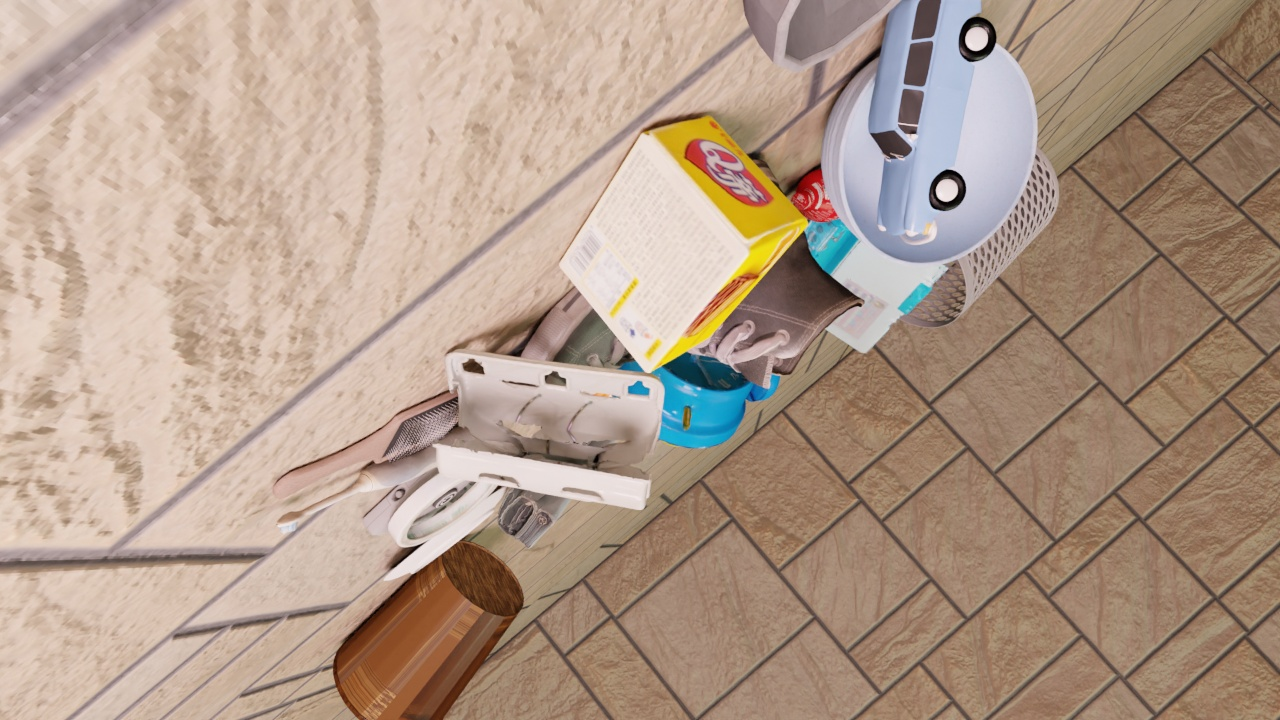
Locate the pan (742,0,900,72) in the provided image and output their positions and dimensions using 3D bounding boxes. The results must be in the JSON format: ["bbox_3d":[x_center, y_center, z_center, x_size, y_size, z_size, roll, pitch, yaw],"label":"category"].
[{"bbox_3d":[0.146,-0.220,0.416,0.179,0.041,0.356,-47,172,35],"label":"pan"}]

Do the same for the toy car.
[{"bbox_3d":[0.164,-0.146,0.541,0.056,0.054,0.153,-116,-147,-76],"label":"toy car"}]

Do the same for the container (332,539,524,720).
[{"bbox_3d":[-0.209,0.277,0.936,0.167,0.132,0.132,-50,166,14],"label":"container"}]

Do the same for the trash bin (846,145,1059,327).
[{"bbox_3d":[0.340,-0.151,0.996,0.183,0.156,0.157,-39,168,-21],"label":"trash bin"}]

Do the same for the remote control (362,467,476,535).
[{"bbox_3d":[-0.148,0.100,0.711,0.074,0.019,0.151,-42,168,8],"label":"remote control"}]

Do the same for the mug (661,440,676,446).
[{"bbox_3d":[0.057,0.026,0.930,0.105,0.082,0.083,-34,166,-35],"label":"mug"}]

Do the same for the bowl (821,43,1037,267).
[{"bbox_3d":[0.183,-0.145,0.625,0.150,0.150,0.075,-40,-153,-2],"label":"bowl"}]

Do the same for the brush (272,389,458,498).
[{"bbox_3d":[-0.151,0.052,0.537,0.135,0.015,0.050,-27,161,-48],"label":"brush"}]

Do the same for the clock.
[{"bbox_3d":[0.047,0.004,0.750,0.161,0.117,0.060,-30,152,-45],"label":"clock"}]

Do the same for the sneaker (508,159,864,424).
[{"bbox_3d":[0.023,-0.012,0.597,0.234,0.120,0.095,-36,168,-4],"label":"sneaker"}]

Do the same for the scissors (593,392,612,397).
[{"bbox_3d":[-0.003,0.005,0.833,0.129,0.013,0.065,-43,169,18],"label":"scissors"}]

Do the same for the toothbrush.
[{"bbox_3d":[-0.152,0.069,0.581,0.185,0.022,0.024,-25,144,-56],"label":"toothbrush"}]

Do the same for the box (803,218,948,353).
[{"bbox_3d":[0.209,-0.096,0.947,0.171,0.084,0.228,5,150,-17],"label":"box"}]

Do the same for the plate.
[{"bbox_3d":[-0.172,0.160,0.830,0.134,0.011,0.134,-38,176,-3],"label":"plate"}]

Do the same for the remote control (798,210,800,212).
[{"bbox_3d":[0.093,-0.086,0.807,0.140,0.009,0.030,-44,168,17],"label":"remote control"}]

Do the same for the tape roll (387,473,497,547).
[{"bbox_3d":[-0.139,0.100,0.663,0.093,0.013,0.093,-37,164,-13],"label":"tape roll"}]

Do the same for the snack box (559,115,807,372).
[{"bbox_3d":[0.020,-0.062,0.488,0.061,0.083,0.106,-28,164,-44],"label":"snack box"}]

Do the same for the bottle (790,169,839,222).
[{"bbox_3d":[0.156,-0.135,0.743,0.042,0.042,0.141,-48,166,33],"label":"bottle"}]

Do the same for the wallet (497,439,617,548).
[{"bbox_3d":[-0.076,0.111,0.879,0.131,0.054,0.101,-44,178,-37],"label":"wallet"}]

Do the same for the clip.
[{"bbox_3d":[-0.054,0.060,0.547,0.152,0.126,0.104,96,6,-49],"label":"clip"}]
